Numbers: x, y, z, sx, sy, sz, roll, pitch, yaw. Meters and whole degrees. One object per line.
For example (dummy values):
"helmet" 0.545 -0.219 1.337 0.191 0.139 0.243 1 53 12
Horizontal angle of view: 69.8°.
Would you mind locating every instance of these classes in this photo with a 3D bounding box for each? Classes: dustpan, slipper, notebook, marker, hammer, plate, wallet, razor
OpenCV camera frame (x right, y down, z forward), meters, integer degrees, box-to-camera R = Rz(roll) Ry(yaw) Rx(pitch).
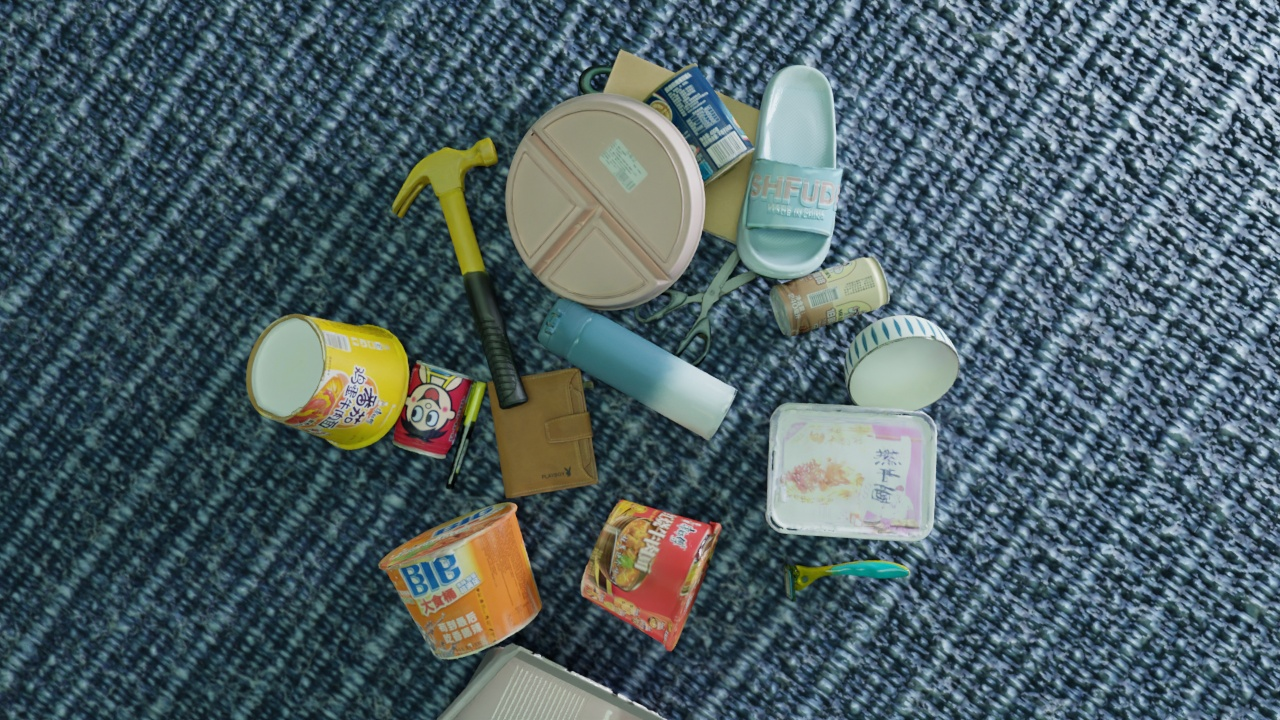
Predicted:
"dustpan" -0.084 0.379 0.890 0.222 0.274 0.138 30 69 -11
"slipper" 0.167 -0.204 0.977 0.104 0.074 0.245 8 80 -9
"notebook" 0.048 -0.232 1.009 0.211 0.012 0.149 22 87 -7
"marker" -0.194 0.083 1.012 0.015 0.018 0.124 17 88 4
"hammer" -0.181 -0.092 1.001 0.129 0.033 0.300 -19 80 3
"plate" -0.045 -0.165 0.971 0.230 0.028 0.229 5 104 20
"wallet" -0.100 0.077 1.005 0.119 0.035 0.130 -11 86 8
"razor" 0.221 0.230 0.985 0.132 0.028 0.043 -7 110 5

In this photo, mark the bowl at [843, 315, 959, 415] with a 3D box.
"bowl" 0.269 -0.004 0.968 0.116 0.117 0.066 -6 45 1

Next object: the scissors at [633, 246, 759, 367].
"scissors" 0.074 -0.069 1.009 0.159 0.014 0.175 6 90 5

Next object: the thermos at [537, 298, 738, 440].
"thermos" -0.006 0.006 0.986 0.220 0.070 0.070 29 88 2

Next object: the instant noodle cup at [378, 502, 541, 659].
"instant noodle cup" -0.177 0.228 0.945 0.151 0.151 0.111 -22 95 0

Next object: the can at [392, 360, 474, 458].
"can" -0.225 0.053 0.990 0.066 0.066 0.093 18 88 3

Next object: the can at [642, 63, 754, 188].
"can" 0.060 -0.244 0.968 0.075 0.075 0.111 -36 93 -1

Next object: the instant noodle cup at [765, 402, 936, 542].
"instant noodle cup" 0.219 0.117 0.977 0.173 0.060 0.138 3 87 1

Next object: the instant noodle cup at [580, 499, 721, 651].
"instant noodle cup" 0.008 0.215 0.947 0.108 0.138 0.138 21 87 11

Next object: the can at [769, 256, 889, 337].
"can" 0.202 -0.069 0.988 0.116 0.058 0.058 -18 86 0

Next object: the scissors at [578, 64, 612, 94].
"scissors" -0.022 -0.254 1.016 0.170 0.019 0.181 -15 93 -4

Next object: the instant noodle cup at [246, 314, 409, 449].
"instant noodle cup" -0.328 0.018 0.951 0.138 0.109 0.138 -6 76 25
